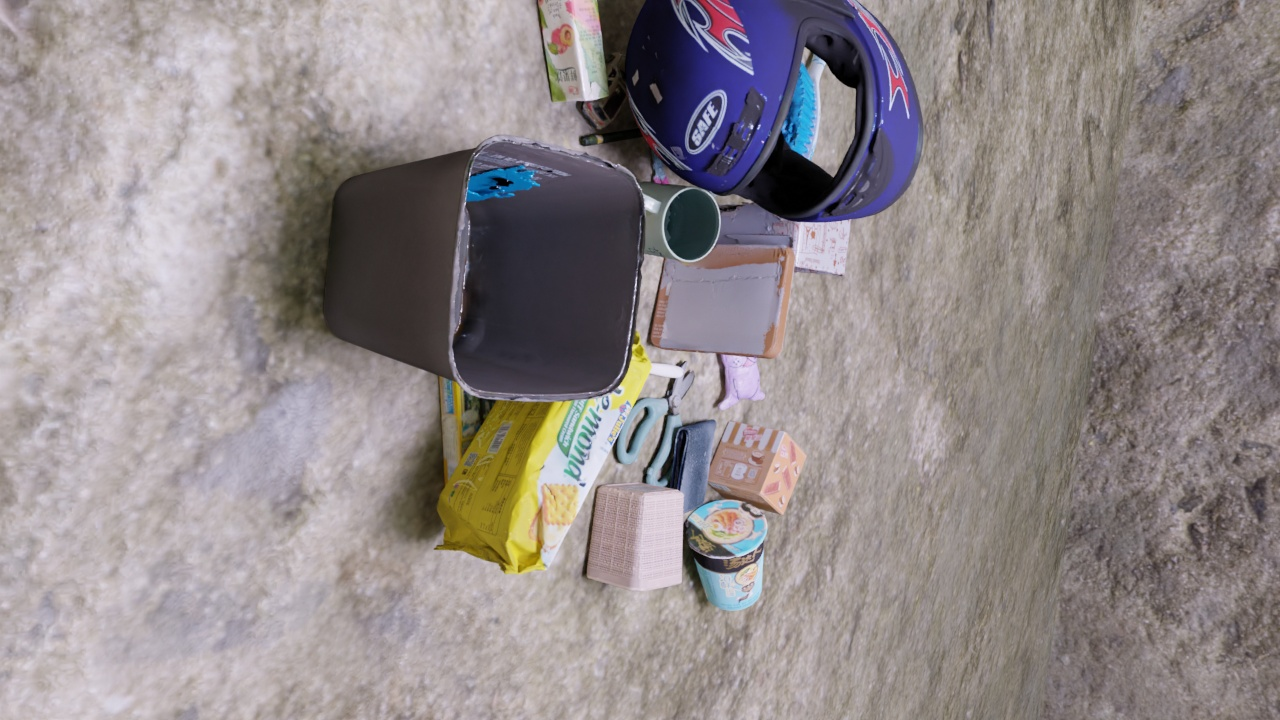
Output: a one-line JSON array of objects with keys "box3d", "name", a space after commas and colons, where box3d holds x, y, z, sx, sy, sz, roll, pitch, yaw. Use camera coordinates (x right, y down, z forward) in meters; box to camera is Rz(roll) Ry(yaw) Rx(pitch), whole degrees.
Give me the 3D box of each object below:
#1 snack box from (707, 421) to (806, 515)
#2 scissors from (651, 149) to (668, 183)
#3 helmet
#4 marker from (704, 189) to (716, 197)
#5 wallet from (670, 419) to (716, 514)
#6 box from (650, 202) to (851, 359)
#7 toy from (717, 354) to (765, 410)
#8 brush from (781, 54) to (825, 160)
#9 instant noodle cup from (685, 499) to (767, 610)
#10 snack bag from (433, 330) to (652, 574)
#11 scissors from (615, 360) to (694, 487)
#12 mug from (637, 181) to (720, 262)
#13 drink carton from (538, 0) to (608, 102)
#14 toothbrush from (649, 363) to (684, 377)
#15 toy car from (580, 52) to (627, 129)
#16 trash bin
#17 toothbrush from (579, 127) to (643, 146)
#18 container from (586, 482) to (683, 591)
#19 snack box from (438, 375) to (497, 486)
[{"box3d": [0.159, 0.147, 1.259, 0.077, 0.093, 0.094, 43, 64, -44], "name": "snack box"}, {"box3d": [0.017, -0.223, 1.095, 0.071, 0.017, 0.137, -26, 112, -34], "name": "scissors"}, {"box3d": [0.115, -0.279, 0.950, 0.239, 0.315, 0.248, -6, 143, -31], "name": "helmet"}, {"box3d": [0.118, -0.238, 1.200, 0.130, 0.022, 0.018, -41, 154, -38], "name": "marker"}, {"box3d": [0.069, 0.140, 1.197, 0.097, 0.019, 0.121, -5, 104, -62], "name": "wallet"}, {"box3d": [0.144, -0.101, 1.135, 0.157, 0.181, 0.217, 17, 81, -51], "name": "box"}, {"box3d": [0.134, 0.010, 1.249, 0.083, 0.039, 0.108, -16, 110, -35], "name": "toy"}, {"box3d": [0.234, -0.395, 1.286, 0.109, 0.061, 0.314, 20, 79, -54], "name": "brush"}, {"box3d": [0.121, 0.268, 1.236, 0.111, 0.111, 0.121, -39, 131, -38], "name": "instant noodle cup"}, {"box3d": [-0.099, 0.079, 0.862, 0.068, 0.158, 0.246, 39, 67, -28], "name": "snack bag"}, {"box3d": [0.035, 0.086, 1.166, 0.178, 0.019, 0.161, -50, 130, -33], "name": "scissors"}, {"box3d": [0.015, -0.162, 1.024, 0.111, 0.106, 0.082, 22, 89, -40], "name": "mug"}, {"box3d": [-0.069, -0.331, 0.945, 0.045, 0.054, 0.122, -28, 118, -43], "name": "drink carton"}, {"box3d": [-0.006, 0.006, 1.094, 0.179, 0.016, 0.016, 9, 89, -45], "name": "toothbrush"}, {"box3d": [-0.032, -0.298, 1.009, 0.042, 0.035, 0.090, 49, 58, -44], "name": "toy car"}, {"box3d": [-0.141, -0.079, 0.781, 0.198, 0.220, 0.198, 3, 95, -49], "name": "trash bin"}, {"box3d": [0.000, -0.267, 1.060, 0.185, 0.012, 0.017, -22, 99, -41], "name": "toothbrush"}, {"box3d": [-0.004, 0.206, 1.090, 0.089, 0.090, 0.111, 4, 90, -49], "name": "container"}, {"box3d": [-0.158, 0.069, 0.931, 0.086, 0.034, 0.140, -12, 107, -47], "name": "snack box"}]
